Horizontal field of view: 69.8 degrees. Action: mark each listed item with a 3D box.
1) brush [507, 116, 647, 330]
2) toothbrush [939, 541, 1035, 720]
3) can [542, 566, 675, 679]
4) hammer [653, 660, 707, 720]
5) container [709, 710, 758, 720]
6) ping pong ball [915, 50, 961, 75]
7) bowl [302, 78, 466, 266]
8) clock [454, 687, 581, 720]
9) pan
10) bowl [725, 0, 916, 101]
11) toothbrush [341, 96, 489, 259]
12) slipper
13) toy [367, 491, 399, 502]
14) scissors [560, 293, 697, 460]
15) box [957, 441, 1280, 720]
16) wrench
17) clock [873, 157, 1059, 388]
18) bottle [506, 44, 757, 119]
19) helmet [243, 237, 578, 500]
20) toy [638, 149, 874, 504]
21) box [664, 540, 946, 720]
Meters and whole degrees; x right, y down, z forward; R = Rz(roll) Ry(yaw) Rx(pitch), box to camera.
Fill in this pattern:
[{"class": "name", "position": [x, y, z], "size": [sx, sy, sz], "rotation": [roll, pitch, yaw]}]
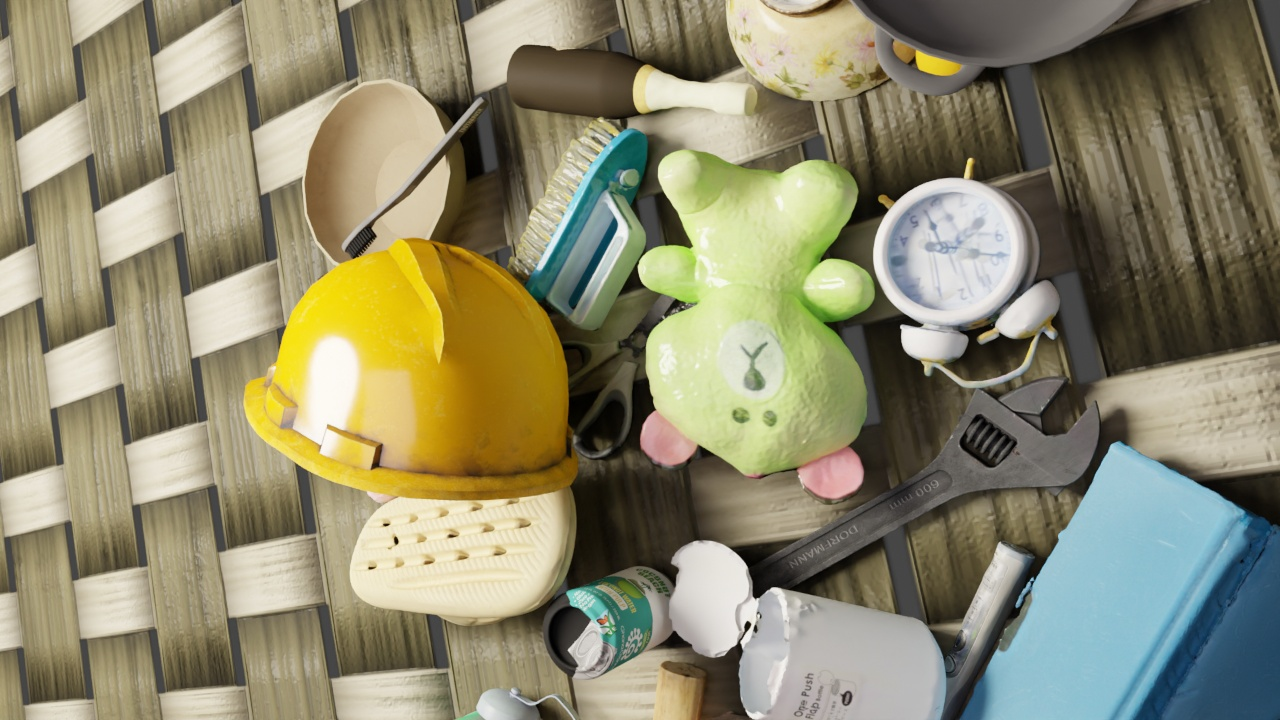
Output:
[{"class": "brush", "position": [-0.030, -0.096, 0.635], "size": [0.075, 0.055, 0.136], "rotation": [37, 106, 29]}, {"class": "toothbrush", "position": [0.180, 0.191, 0.536], "size": [0.186, 0.024, 0.022], "rotation": [-68, 23, 11]}, {"class": "can", "position": [-0.016, 0.168, 0.598], "size": [0.055, 0.101, 0.055], "rotation": [-1, 89, 29]}, {"class": "hammer", "position": [0.009, 0.371, 0.624], "size": [0.132, 0.033, 0.330], "rotation": [9, 93, 30]}, {"class": "container", "position": [0.042, 0.281, 0.511], "size": [0.114, 0.198, 0.112], "rotation": [-5, 84, 40]}, {"class": "ping pong ball", "position": [0.180, -0.179, 0.530], "size": [0.040, 0.040, 0.040], "rotation": [0, 89, 29]}, {"class": "bowl", "position": [-0.195, -0.140, 0.729], "size": [0.153, 0.050, 0.152], "rotation": [0, 89, 28]}, {"class": "clock", "position": [-0.103, 0.308, 0.666], "size": [0.162, 0.075, 0.122], "rotation": [-45, 68, 8]}, {"class": "pan", "position": [0.209, -0.309, 0.501], "size": [0.216, 0.024, 0.354], "rotation": [21, 88, 2]}, {"class": "bowl", "position": [0.109, -0.237, 0.557], "size": [0.145, 0.063, 0.145], "rotation": [-1, 88, 28]}, {"class": "toothbrush", "position": [-0.168, -0.133, 0.677], "size": [0.168, 0.012, 0.013], "rotation": [-42, 79, 21]}, {"class": "slipper", "position": [-0.120, 0.139, 0.673], "size": [0.262, 0.079, 0.111], "rotation": [-15, 56, 42]}, {"class": "toy", "position": [-0.211, 0.058, 0.725], "size": [0.096, 0.052, 0.099], "rotation": [36, 110, -16]}, {"class": "scissors", "position": [-0.018, -0.008, 0.651], "size": [0.150, 0.012, 0.165], "rotation": [15, 99, 27]}, {"class": "box", "position": [0.262, 0.174, 0.487], "size": [0.232, 0.112, 0.094], "rotation": [-66, 19, 10]}, {"class": "wrench", "position": [0.148, 0.095, 0.559], "size": [0.274, 0.018, 0.073], "rotation": [-37, 73, 25]}, {"class": "clock", "position": [0.184, -0.046, 0.522], "size": [0.089, 0.051, 0.125], "rotation": [-22, 82, 26]}, {"class": "bottle", "position": [-0.007, -0.187, 0.630], "size": [0.185, 0.045, 0.045], "rotation": [15, 96, 28]}, {"class": "helmet", "position": [-0.141, -0.012, 0.602], "size": [0.256, 0.204, 0.131], "rotation": [23, 105, 47]}, {"class": "toy", "position": [0.070, -0.024, 0.561], "size": [0.150, 0.107, 0.197], "rotation": [7, 102, 12]}, {"class": "box", "position": [0.091, 0.168, 0.551], "size": [0.147, 0.136, 0.084], "rotation": [15, 102, -9]}]
